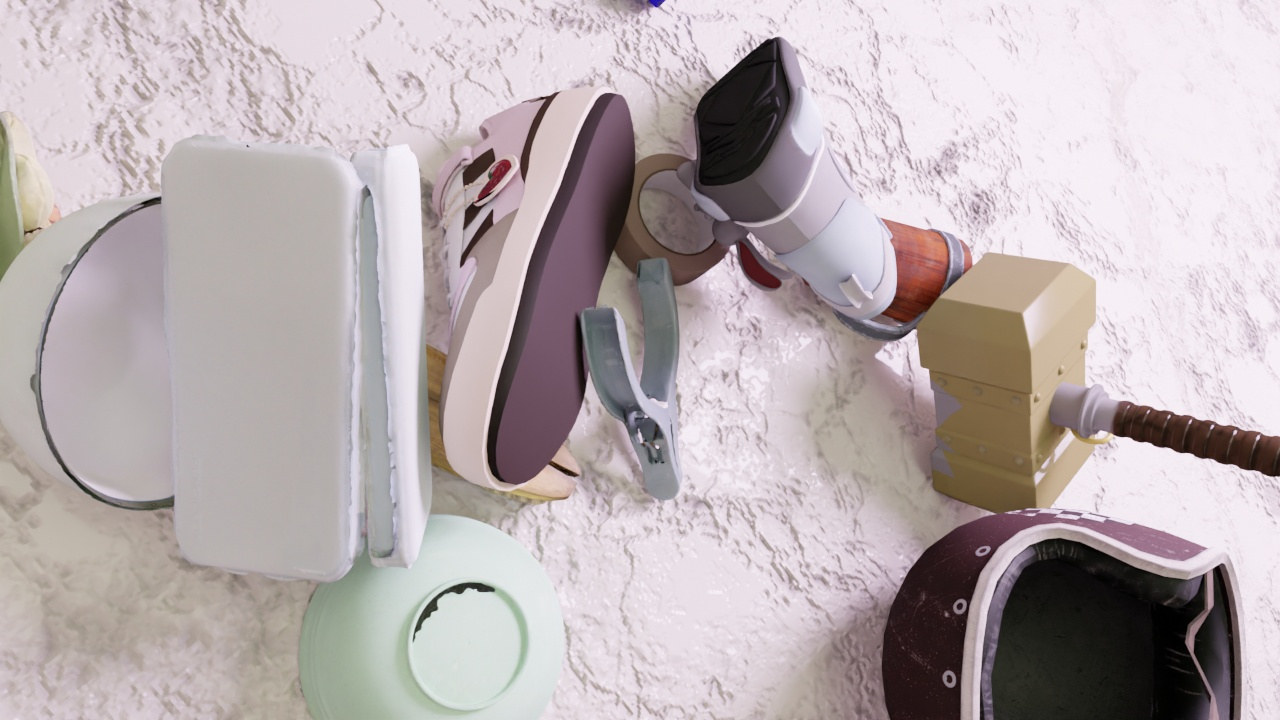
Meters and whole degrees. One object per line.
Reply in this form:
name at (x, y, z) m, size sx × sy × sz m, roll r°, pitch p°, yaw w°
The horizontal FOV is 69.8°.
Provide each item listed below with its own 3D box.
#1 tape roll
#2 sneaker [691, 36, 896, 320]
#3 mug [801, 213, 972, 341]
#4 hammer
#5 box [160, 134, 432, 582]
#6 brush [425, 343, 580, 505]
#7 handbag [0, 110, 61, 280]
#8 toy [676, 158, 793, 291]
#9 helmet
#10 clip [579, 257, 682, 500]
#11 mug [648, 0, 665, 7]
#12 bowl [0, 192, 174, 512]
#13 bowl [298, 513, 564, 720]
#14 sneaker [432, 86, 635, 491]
tape roll at (0.022, -0.104, 0.677) m, size 0.093 × 0.030 × 0.093 m, roll 8°, pitch 71°, yaw -25°
sneaker at (0.118, -0.132, 0.662) m, size 0.160 × 0.093 × 0.256 m, roll 44°, pitch 25°, yaw -19°
mug at (0.192, -0.061, 0.717) m, size 0.111 × 0.082 × 0.117 m, roll 14°, pitch 50°, yaw -19°
hammer at (0.362, 0.048, 0.611) m, size 0.100 × 0.325 × 0.190 m, roll -37°, pitch 126°, yaw -31°
box at (-0.153, -0.006, 0.458) m, size 0.130 × 0.105 × 0.211 m, roll 7°, pitch 103°, yaw 1°
brush at (-0.125, 0.030, 0.552) m, size 0.195 × 0.043 × 0.059 m, roll 32°, pitch 64°, yaw -14°
handbag at (-0.344, -0.039, 0.436) m, size 0.116 × 0.113 × 0.186 m, roll 21°, pitch 71°, yaw -45°
toy at (0.065, -0.097, 0.659) m, size 0.111 × 0.030 × 0.049 m, roll 54°, pitch 30°, yaw 0°
helmet at (0.282, 0.213, 0.580) m, size 0.233 × 0.254 × 0.233 m, roll -1°, pitch 90°, yaw -50°
clip at (-0.006, 0.003, 0.575) m, size 0.164 × 0.031 × 0.168 m, roll 25°, pitch 60°, yaw -68°
mug at (0.013, -0.344, 0.728) m, size 0.083 × 0.079 × 0.111 m, roll 42°, pitch 32°, yaw -10°
bowl at (-0.249, -0.009, 0.449) m, size 0.073 × 0.153 × 0.153 m, roll 10°, pitch 64°, yaw 16°
bowl at (-0.104, 0.155, 0.505) m, size 0.150 × 0.077 × 0.150 m, roll 9°, pitch 71°, yaw -26°
sneaker at (-0.089, -0.060, 0.553) m, size 0.116 × 0.112 × 0.293 m, roll 2°, pitch 55°, yaw 15°
